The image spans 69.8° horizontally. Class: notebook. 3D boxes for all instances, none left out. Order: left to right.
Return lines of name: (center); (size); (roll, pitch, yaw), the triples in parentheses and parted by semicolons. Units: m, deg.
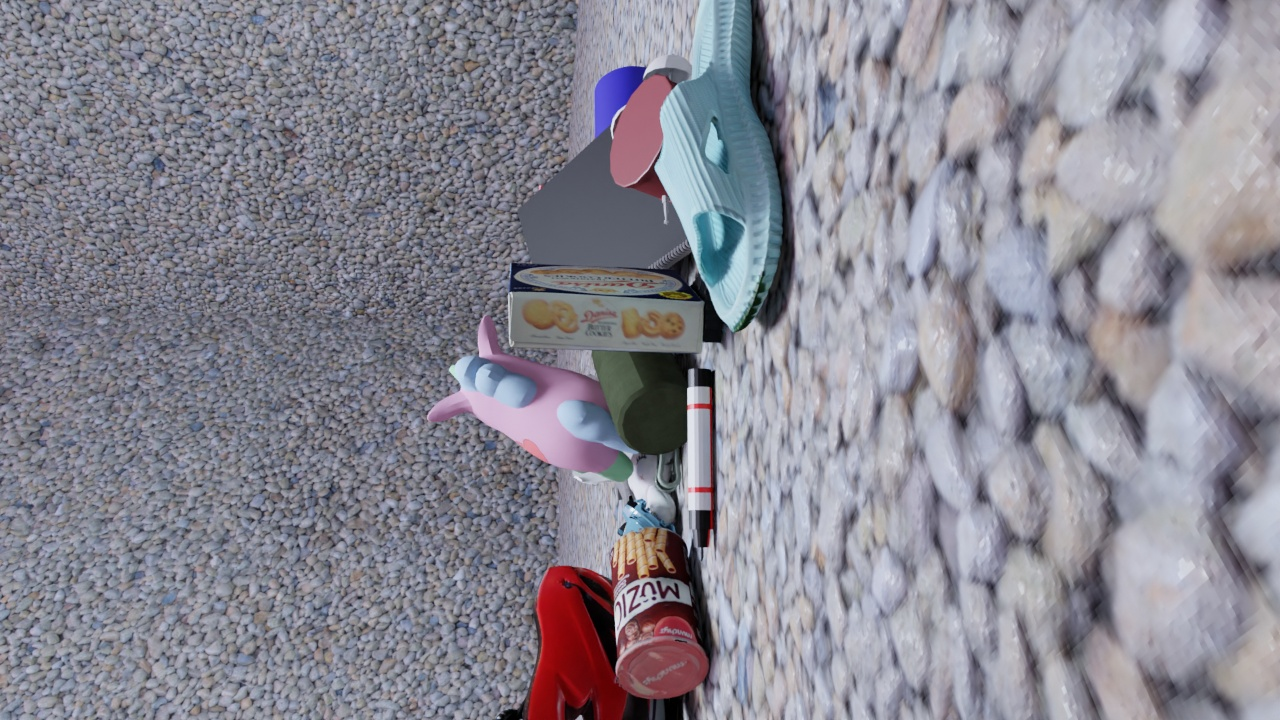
notebook: (-0.038, -0.126, 0.863); (0.207, 0.016, 0.149); (-31, 69, 43)

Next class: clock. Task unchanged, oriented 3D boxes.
clock: (0.017, -0.187, 0.745); (0.096, 0.048, 0.137); (-48, 40, 39)

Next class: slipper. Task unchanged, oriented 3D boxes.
slipper: (0.043, -0.143, 0.603); (0.116, 0.069, 0.275); (100, 170, -64)

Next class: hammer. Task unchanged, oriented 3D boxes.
hammer: (0.035, -0.037, 0.839); (0.325, 0.015, 0.095); (129, 141, -79)

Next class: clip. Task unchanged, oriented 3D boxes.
clip: (0.025, 0.084, 0.851); (0.047, 0.023, 0.076); (105, 166, -67)

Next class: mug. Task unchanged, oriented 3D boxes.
mug: (0.003, -0.243, 0.916); (0.111, 0.079, 0.083); (-30, 54, 48)

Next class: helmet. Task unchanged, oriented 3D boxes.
helmet: (-0.052, 0.309, 0.836); (0.271, 0.167, 0.218); (-101, 15, -59)

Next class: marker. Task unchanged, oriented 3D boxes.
marker: (0.046, 0.079, 0.705); (0.019, 0.019, 0.145); (128, 143, -77)

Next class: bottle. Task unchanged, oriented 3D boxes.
bottle: (-0.005, 0.005, 0.837); (0.206, 0.071, 0.071); (-114, 26, -61)

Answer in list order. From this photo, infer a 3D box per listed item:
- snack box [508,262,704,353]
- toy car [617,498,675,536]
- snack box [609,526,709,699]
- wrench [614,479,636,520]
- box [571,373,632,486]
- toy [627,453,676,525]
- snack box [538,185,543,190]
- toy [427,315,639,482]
snack box: (-0.032, -0.045, 0.727); (0.145, 0.144, 0.043); (-117, 30, -73)
toy car: (0.001, 0.172, 0.870); (0.027, 0.060, 0.108); (-43, -16, -26)
snack box: (0.012, 0.202, 0.744); (0.121, 0.072, 0.072); (-98, 12, -55)
wrench: (-0.032, 0.068, 1.116); (0.083, 0.018, 0.274); (-131, 32, -63)
box: (-0.040, 0.086, 1.022); (0.103, 0.110, 0.130); (121, 150, -75)
toy: (0.010, 0.110, 0.898); (0.076, 0.037, 0.125); (116, 148, -56)
snack box: (-0.052, -0.169, 1.050); (0.089, 0.133, 0.021); (117, 154, -74)
toy: (-0.093, 0.046, 0.887); (0.222, 0.171, 0.120); (6, 66, 59)
